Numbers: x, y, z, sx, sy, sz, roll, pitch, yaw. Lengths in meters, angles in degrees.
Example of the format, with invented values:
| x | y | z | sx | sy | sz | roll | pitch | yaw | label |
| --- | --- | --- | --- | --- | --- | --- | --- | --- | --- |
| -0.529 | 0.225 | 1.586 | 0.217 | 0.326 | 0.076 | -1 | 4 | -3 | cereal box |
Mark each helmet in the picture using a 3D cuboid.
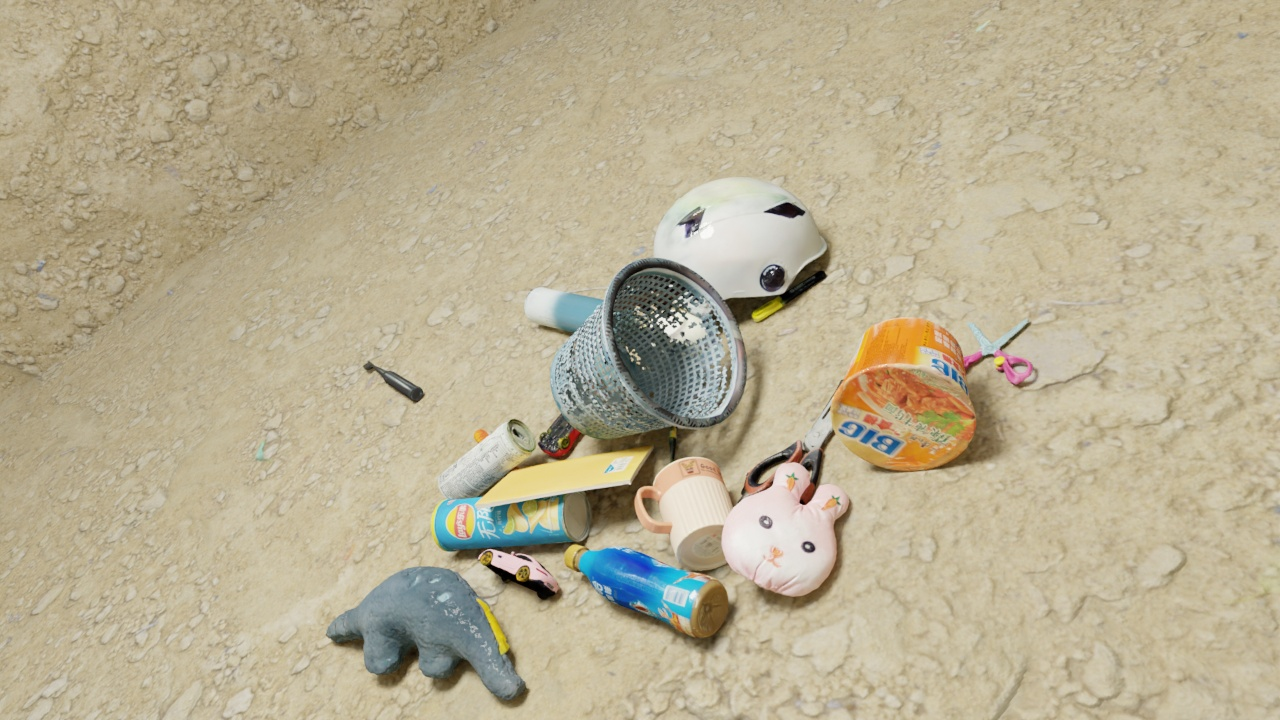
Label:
| x | y | z | sx | sy | sz | roll | pitch | yaw | label |
| --- | --- | --- | --- | --- | --- | --- | --- | --- | --- |
| 0.133 | -0.191 | 1.349 | 0.259 | 0.146 | 0.228 | -20 | 28 | 2 | helmet |

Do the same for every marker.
| x | y | z | sx | sy | sz | roll | pitch | yaw | label |
| --- | --- | --- | --- | --- | --- | --- | --- | --- | --- |
| 0.213 | -0.094 | 1.318 | 0.124 | 0.015 | 0.018 | -33 | 39 | -3 | marker |

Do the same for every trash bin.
| x | y | z | sx | sy | sz | roll | pitch | yaw | label |
| --- | --- | --- | --- | --- | --- | --- | --- | --- | --- |
| -0.007 | 0.007 | 1.199 | 0.196 | 0.226 | 0.225 | -30 | 28 | 47 | trash bin |

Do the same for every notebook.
| x | y | z | sx | sy | sz | roll | pitch | yaw | label |
| --- | --- | --- | --- | --- | --- | --- | --- | --- | --- |
| -0.094 | 0.149 | 1.186 | 0.206 | 0.010 | 0.145 | -12 | 9 | 15 | notebook |

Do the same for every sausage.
| x | y | z | sx | sy | sz | roll | pitch | yaw | label |
| --- | --- | --- | --- | --- | --- | --- | --- | --- | --- |
| -0.211 | 0.139 | 1.352 | 0.021 | 0.021 | 0.165 | -41 | 37 | -11 | sausage |

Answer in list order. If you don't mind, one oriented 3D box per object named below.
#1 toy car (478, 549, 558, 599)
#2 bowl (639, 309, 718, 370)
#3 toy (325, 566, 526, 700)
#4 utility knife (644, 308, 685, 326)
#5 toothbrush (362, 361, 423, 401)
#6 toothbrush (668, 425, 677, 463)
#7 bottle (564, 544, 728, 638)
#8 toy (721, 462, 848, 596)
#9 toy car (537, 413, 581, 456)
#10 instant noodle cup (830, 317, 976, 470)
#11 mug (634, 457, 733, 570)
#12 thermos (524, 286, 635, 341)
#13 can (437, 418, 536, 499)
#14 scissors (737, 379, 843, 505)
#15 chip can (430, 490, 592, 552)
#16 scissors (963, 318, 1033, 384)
| x | y | z | sx | sy | sz | roll | pitch | yaw | label |
| --- | --- | --- | --- | --- | --- | --- | --- | --- | --- |
| -0.150 | 0.260 | 1.140 | 0.123 | 0.056 | 0.037 | 8 | 56 | 42 | toy car |
| 0.047 | -0.030 | 1.322 | 0.117 | 0.066 | 0.116 | -20 | 38 | 16 | bowl |
| -0.272 | 0.325 | 1.139 | 0.357 | 0.091 | 0.137 | -3 | 73 | 36 | toy |
| 0.057 | -0.068 | 1.401 | 0.163 | 0.018 | 0.031 | -29 | 41 | 7 | utility knife |
| -0.448 | 0.032 | 1.644 | 0.027 | 0.026 | 0.213 | -35 | 34 | -27 | toothbrush |
| 0.041 | 0.095 | 1.228 | 0.017 | 0.012 | 0.185 | -25 | 36 | 28 | toothbrush |
| -0.003 | 0.251 | 1.038 | 0.219 | 0.065 | 0.065 | 8 | 52 | 43 | bottle |
| 0.160 | 0.178 | 0.992 | 0.121 | 0.054 | 0.159 | 28 | 54 | 13 | toy |
| -0.101 | 0.093 | 1.316 | 0.049 | 0.031 | 0.106 | 11 | 55 | 42 | toy car |
| 0.293 | 0.030 | 1.016 | 0.152 | 0.151 | 0.111 | -10 | 33 | 27 | instant noodle cup |
| 0.052 | 0.175 | 1.052 | 0.114 | 0.082 | 0.105 | 6 | 35 | -18 | mug |
| -0.099 | -0.074 | 1.480 | 0.221 | 0.070 | 0.070 | 15 | 57 | 45 | thermos |
| -0.216 | 0.144 | 1.289 | 0.147 | 0.058 | 0.058 | -38 | 33 | 20 | can |
| 0.193 | 0.101 | 1.107 | 0.194 | 0.015 | 0.206 | -20 | 38 | 18 | scissors |
| -0.171 | 0.209 | 1.201 | 0.211 | 0.071 | 0.071 | -9 | 42 | 27 | chip can |
| 0.406 | -0.008 | 1.080 | 0.136 | 0.017 | 0.133 | -27 | 32 | 10 | scissors |
